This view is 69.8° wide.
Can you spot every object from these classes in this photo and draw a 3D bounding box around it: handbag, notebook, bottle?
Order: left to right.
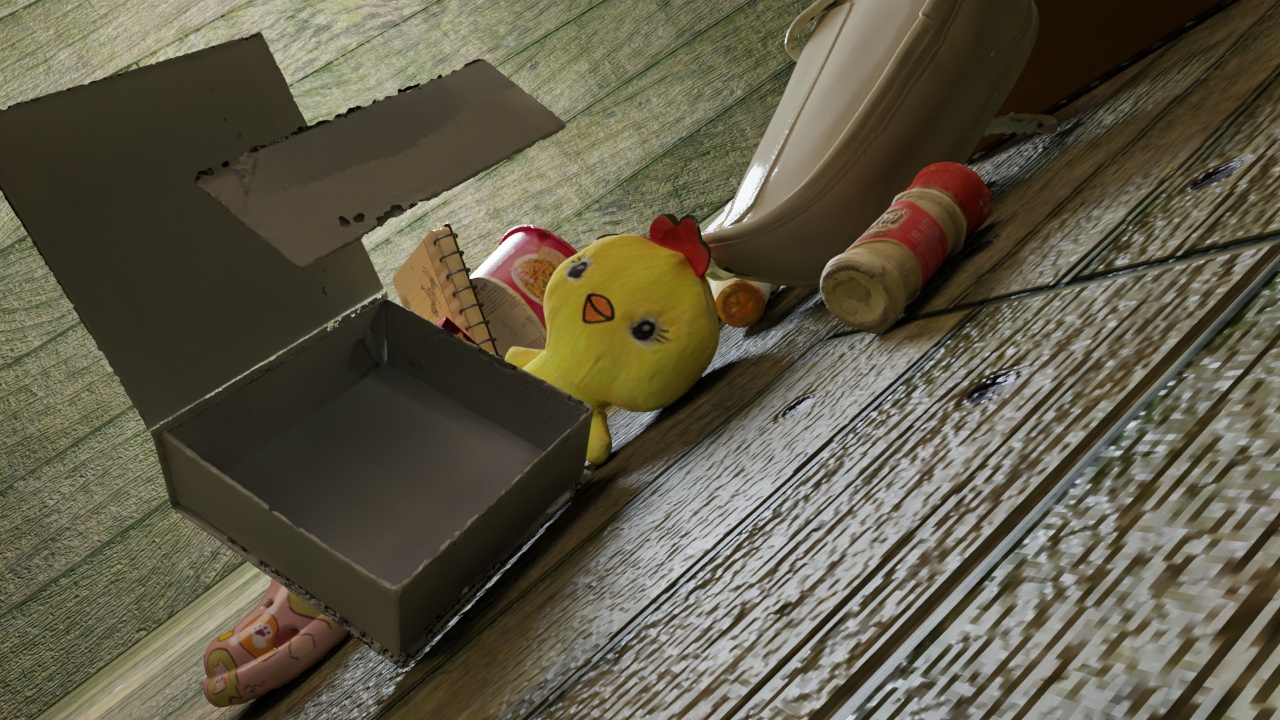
[{"bbox_3d":[-0.186,-0.010,0.927,0.024,0.225,0.168,-19,-3,-32],"label":"notebook"},{"bbox_3d":[0.076,-0.065,0.689,0.063,0.063,0.108,-33,21,24],"label":"bottle"},{"bbox_3d":[0.147,-0.145,0.596,0.184,0.132,0.228,6,66,58],"label":"handbag"},{"bbox_3d":[0.129,-0.056,0.443,0.108,0.044,0.044,-41,8,-35],"label":"bottle"}]

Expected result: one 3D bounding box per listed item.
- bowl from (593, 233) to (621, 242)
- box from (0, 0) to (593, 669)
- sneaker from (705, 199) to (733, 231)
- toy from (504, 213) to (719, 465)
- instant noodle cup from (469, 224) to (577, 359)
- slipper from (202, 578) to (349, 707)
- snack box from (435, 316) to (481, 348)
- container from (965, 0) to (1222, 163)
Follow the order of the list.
[{"bbox_3d":[0.013,-0.058,0.820,0.057,0.137,0.136,-67,-7,24],"label":"bowl"},{"bbox_3d":[-0.171,-0.028,0.470,0.165,0.330,0.166,-12,21,40],"label":"box"},{"bbox_3d":[0.152,-0.200,0.990,0.295,0.116,0.111,-32,8,33],"label":"sneaker"},{"bbox_3d":[-0.025,-0.002,0.603,0.207,0.134,0.092,-44,-35,-1],"label":"toy"},{"bbox_3d":[-0.111,-0.039,0.923,0.077,0.178,0.179,-37,6,-35],"label":"instant noodle cup"},{"bbox_3d":[-0.220,0.148,0.627,0.093,0.081,0.196,-30,7,47],"label":"slipper"},{"bbox_3d":[-0.177,0.045,0.817,0.152,0.132,0.035,-26,31,35],"label":"snack box"},{"bbox_3d":[0.273,-0.327,0.685,0.220,0.251,0.213,-32,8,32],"label":"container"}]
